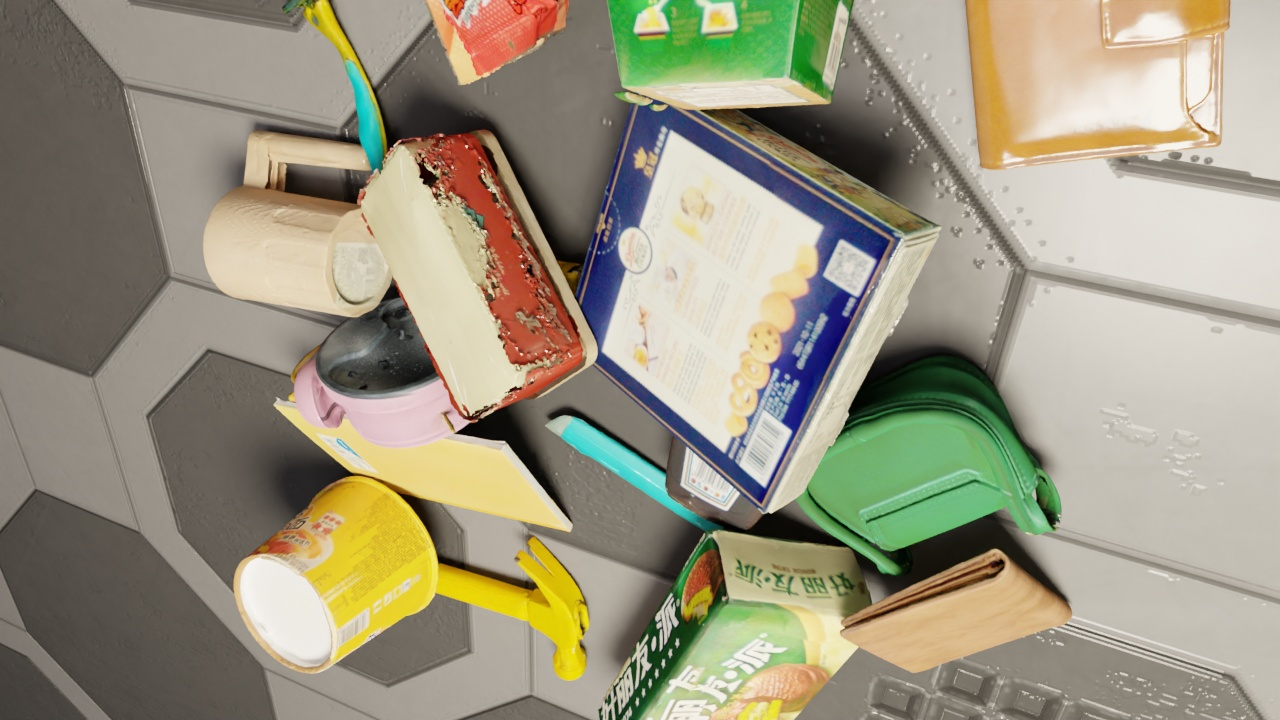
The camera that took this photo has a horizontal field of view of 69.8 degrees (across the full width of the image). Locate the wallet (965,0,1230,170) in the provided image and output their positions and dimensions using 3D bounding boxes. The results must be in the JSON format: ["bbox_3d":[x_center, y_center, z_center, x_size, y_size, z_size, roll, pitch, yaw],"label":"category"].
[{"bbox_3d":[0.211,-0.158,0.417,0.119,0.035,0.131,1,119,33],"label":"wallet"}]

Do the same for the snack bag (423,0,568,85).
[{"bbox_3d":[-0.114,-0.260,0.494,0.129,0.073,0.208,3,125,55],"label":"snack bag"}]

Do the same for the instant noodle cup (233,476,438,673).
[{"bbox_3d":[-0.255,0.181,0.758,0.138,0.109,0.138,11,115,24],"label":"instant noodle cup"}]

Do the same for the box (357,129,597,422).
[{"bbox_3d":[-0.109,-0.052,0.573,0.092,0.080,0.168,-32,84,47],"label":"box"}]

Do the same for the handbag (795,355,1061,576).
[{"bbox_3d":[0.165,0.069,0.546,0.132,0.067,0.120,-35,99,37],"label":"handbag"}]

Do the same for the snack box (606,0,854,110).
[{"bbox_3d":[0.046,-0.172,0.419,0.118,0.118,0.105,5,100,25],"label":"snack box"}]

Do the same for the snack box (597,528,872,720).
[{"bbox_3d":[0.060,0.223,0.664,0.114,0.063,0.241,11,129,-18],"label":"snack box"}]

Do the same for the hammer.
[{"bbox_3d":[-0.183,0.191,0.816,0.301,0.032,0.129,10,121,21],"label":"hammer"}]

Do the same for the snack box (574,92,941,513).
[{"bbox_3d":[0.047,-0.038,0.517,0.182,0.045,0.178,40,128,29],"label":"snack box"}]

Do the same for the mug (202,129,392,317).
[{"bbox_3d":[-0.239,-0.098,0.657,0.104,0.084,0.124,11,95,19],"label":"mug"}]

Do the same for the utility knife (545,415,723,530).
[{"bbox_3d":[-0.003,0.082,0.675,0.151,0.012,0.029,33,130,3],"label":"utility knife"}]

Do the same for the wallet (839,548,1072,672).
[{"bbox_3d":[0.197,0.162,0.574,0.115,0.020,0.101,-32,133,27],"label":"wallet"}]

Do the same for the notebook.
[{"bbox_3d":[-0.167,0.084,0.717,0.206,0.010,0.146,8,150,23],"label":"notebook"}]

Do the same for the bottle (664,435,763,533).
[{"bbox_3d":[0.071,0.020,0.582,0.080,0.043,0.195,26,125,16],"label":"bottle"}]

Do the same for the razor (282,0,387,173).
[{"bbox_3d":[-0.194,-0.181,0.608,0.043,0.028,0.132,1,117,53],"label":"razor"}]

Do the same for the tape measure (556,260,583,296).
[{"bbox_3d":[-0.059,-0.041,0.621,0.057,0.028,0.060,10,121,21],"label":"tape measure"}]

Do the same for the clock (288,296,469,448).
[{"bbox_3d":[-0.180,0.006,0.658,0.159,0.116,0.060,9,132,21],"label":"clock"}]
